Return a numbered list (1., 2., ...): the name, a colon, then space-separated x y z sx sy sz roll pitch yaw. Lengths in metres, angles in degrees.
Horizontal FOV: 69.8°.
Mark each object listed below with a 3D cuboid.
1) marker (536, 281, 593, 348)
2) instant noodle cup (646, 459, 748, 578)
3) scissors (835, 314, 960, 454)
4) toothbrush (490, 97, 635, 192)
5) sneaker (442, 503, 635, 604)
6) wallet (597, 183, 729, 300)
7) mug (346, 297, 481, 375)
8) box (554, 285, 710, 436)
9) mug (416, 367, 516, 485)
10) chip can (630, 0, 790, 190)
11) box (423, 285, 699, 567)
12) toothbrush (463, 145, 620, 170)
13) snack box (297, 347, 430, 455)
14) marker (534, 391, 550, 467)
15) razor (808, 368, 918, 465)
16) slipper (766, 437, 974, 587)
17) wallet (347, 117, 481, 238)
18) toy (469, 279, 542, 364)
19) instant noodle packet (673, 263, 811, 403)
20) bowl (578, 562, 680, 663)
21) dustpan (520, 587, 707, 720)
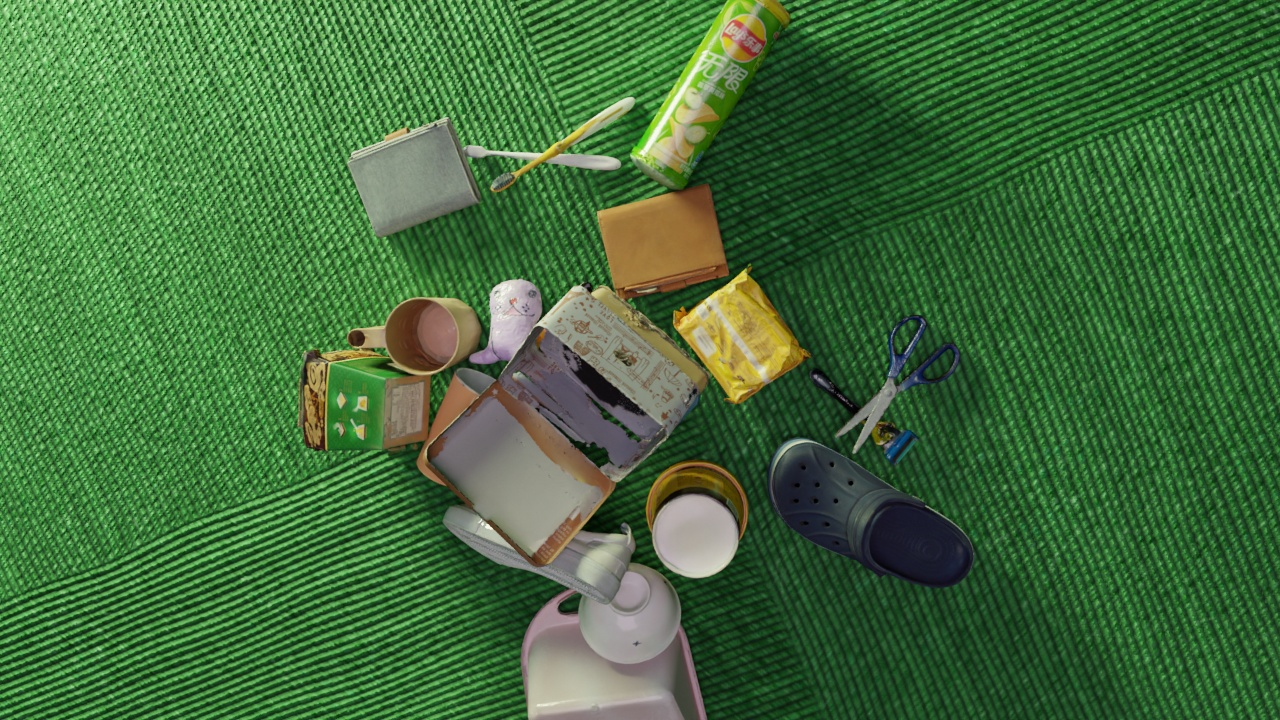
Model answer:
1. marker: -0.101 -0.045 1.061 0.018 0.015 0.124 45 98 -2
2. instant noodle cup: 0.062 0.179 1.019 0.118 0.114 0.118 0 95 4
3. scissors: 0.276 0.022 1.023 0.171 0.012 0.141 -19 89 -2
4. toothbrush: -0.087 -0.243 1.027 0.191 0.018 0.016 -33 85 -1
5. sneaker: -0.115 0.190 1.036 0.242 0.089 0.090 13 58 29
6. wallet: 0.026 -0.132 1.034 0.132 0.031 0.108 -14 92 8
7. mug: -0.250 -0.029 1.032 0.125 0.103 0.084 -2 95 5
8. box: -0.006 0.006 1.023 0.184 0.059 0.090 39 125 3
9. mug: -0.205 0.079 1.057 0.078 0.078 0.123 31 102 2
10. chip can: 0.072 -0.291 0.993 0.072 0.072 0.221 33 98 1
11. box: -0.078 0.063 0.935 0.180 0.157 0.226 43 63 -1
12. toothbrush: -0.111 -0.231 1.046 0.180 0.016 0.016 5 98 2
13. snack box: -0.299 0.046 1.024 0.106 0.118 0.117 7 97 24
14. marker: -0.117 0.098 1.075 0.023 0.018 0.131 2 95 19
15. razor: 0.245 0.058 1.036 0.143 0.022 0.042 40 83 0
16. slipper: 0.252 0.181 1.014 0.253 0.095 0.105 29 95 -2
17. wallet: -0.259 -0.211 1.049 0.130 0.037 0.106 -17 101 12
18. toy: -0.147 -0.042 1.047 0.084 0.039 0.108 5 77 1
19. instant noodle packet: 0.111 -0.028 1.030 0.111 0.044 0.128 -34 89 9
20. bowl: -0.014 0.271 1.029 0.118 0.065 0.118 -1 54 2
21. dustpan: -0.028 0.407 1.104 0.222 0.138 0.274 -8 123 4
